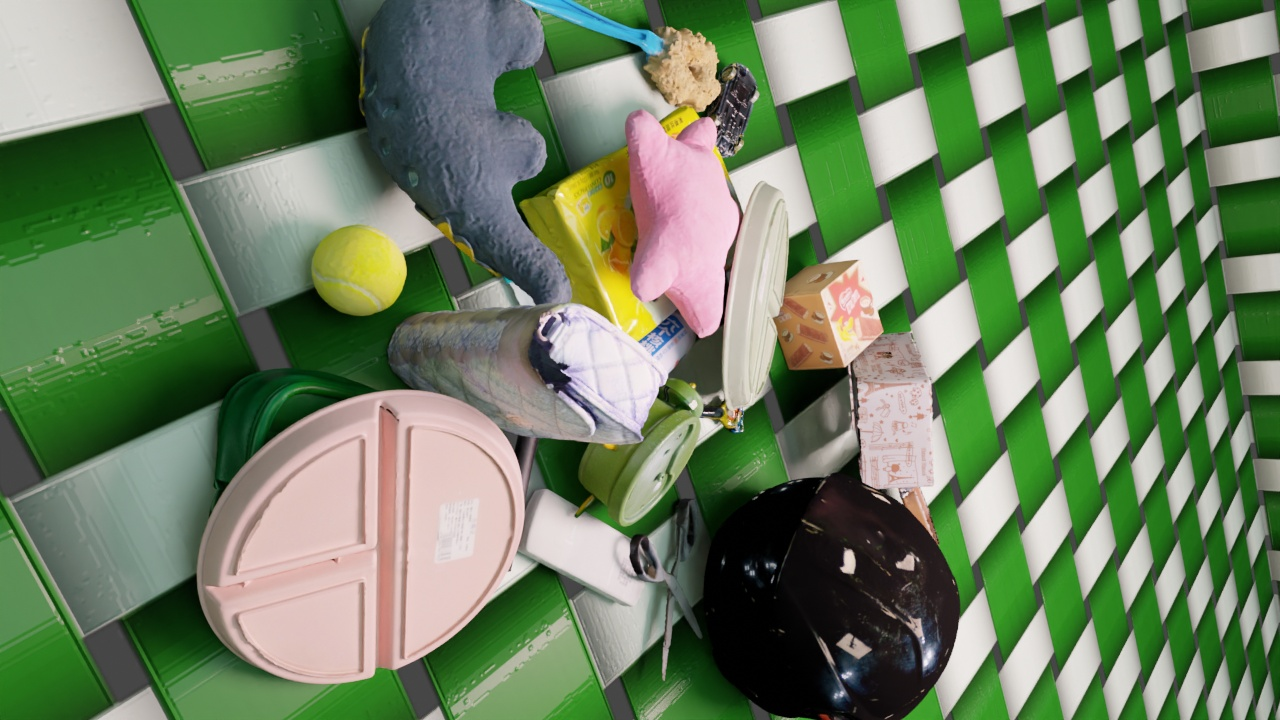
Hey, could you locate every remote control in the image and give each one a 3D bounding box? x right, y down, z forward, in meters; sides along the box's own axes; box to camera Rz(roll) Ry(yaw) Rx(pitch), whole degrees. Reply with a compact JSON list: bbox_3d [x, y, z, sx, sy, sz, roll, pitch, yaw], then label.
[{"bbox_3d":[-0.049,0.170,0.823,0.150,0.021,0.058,39,56,-36],"label":"remote control"}]

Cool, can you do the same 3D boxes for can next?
[{"bbox_3d":[-0.005,0.005,0.852,0.134,0.053,0.053,-43,116,-37],"label":"can"}]

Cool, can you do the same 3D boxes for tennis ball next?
[{"bbox_3d":[-0.201,-0.065,0.657,0.065,0.066,0.065,3,86,-44],"label":"tennis ball"}]

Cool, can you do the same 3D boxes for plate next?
[{"bbox_3d":[0.118,-0.062,0.913,0.230,0.027,0.230,9,89,-76],"label":"plate"},{"bbox_3d":[-0.178,0.129,0.631,0.229,0.028,0.230,-18,123,-30],"label":"plate"}]

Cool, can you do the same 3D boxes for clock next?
[{"bbox_3d":[0.007,0.078,0.825,0.160,0.056,0.116,-31,150,-48],"label":"clock"}]

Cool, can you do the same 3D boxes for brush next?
[{"bbox_3d":[-0.017,-0.308,0.871,0.254,0.046,0.083,12,84,-39],"label":"brush"}]

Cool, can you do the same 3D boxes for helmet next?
[{"bbox_3d":[0.201,0.238,0.920,0.275,0.231,0.232,30,61,3],"label":"helmet"}]

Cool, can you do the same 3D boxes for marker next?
[{"bbox_3d":[-0.105,0.112,0.775,0.022,0.020,0.132,40,58,-62],"label":"marker"}]

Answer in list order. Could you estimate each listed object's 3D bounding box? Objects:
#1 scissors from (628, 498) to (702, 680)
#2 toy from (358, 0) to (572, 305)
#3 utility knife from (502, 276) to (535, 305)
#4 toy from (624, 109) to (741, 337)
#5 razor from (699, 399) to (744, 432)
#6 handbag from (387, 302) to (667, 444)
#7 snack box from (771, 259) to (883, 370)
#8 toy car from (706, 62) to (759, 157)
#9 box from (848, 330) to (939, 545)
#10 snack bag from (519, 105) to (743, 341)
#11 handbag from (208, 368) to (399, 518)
[{"bbox_3d":[0.033,0.216,0.893,0.159,0.014,0.177,-61,139,-40],"label":"scissors"},{"bbox_3d":[-0.139,-0.201,0.683,0.091,0.138,0.356,4,76,-79],"label":"toy"},{"bbox_3d":[-0.126,-0.113,0.768,0.029,0.013,0.193,-37,111,-37],"label":"utility knife"},{"bbox_3d":[0.044,-0.116,0.800,0.178,0.075,0.194,-9,97,-54],"label":"toy"},{"bbox_3d":[0.063,0.053,0.938,0.142,0.022,0.042,4,83,-43],"label":"razor"},{"bbox_3d":[-0.085,0.011,0.677,0.134,0.194,0.075,38,64,-35],"label":"handbag"},{"bbox_3d":[0.210,-0.052,1.045,0.092,0.077,0.094,-36,112,-39],"label":"snack box"},{"bbox_3d":[0.094,-0.266,0.975,0.049,0.031,0.105,34,67,-38],"label":"toy car"},{"bbox_3d":[0.297,0.115,1.063,0.177,0.088,0.262,-68,150,-68],"label":"box"},{"bbox_3d":[0.001,-0.126,0.854,0.245,0.068,0.158,-40,114,-37],"label":"snack bag"},{"bbox_3d":[-0.224,0.069,0.635,0.131,0.068,0.120,20,85,-44],"label":"handbag"}]
